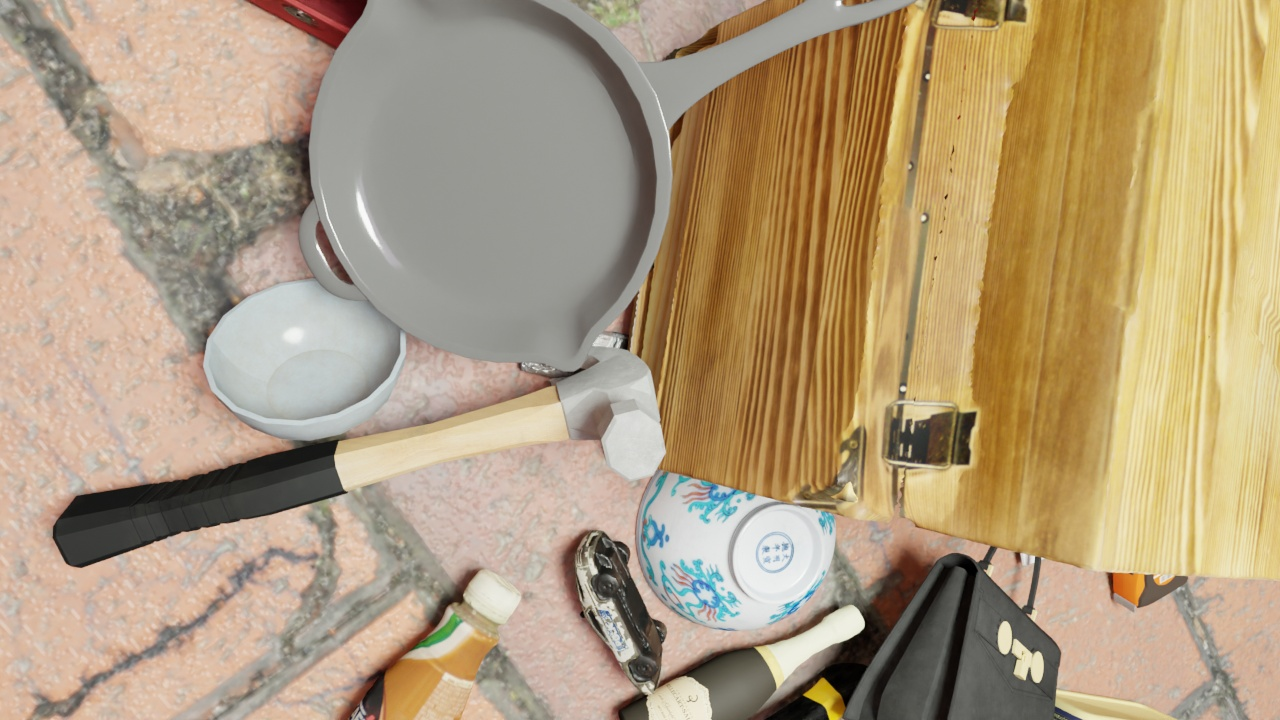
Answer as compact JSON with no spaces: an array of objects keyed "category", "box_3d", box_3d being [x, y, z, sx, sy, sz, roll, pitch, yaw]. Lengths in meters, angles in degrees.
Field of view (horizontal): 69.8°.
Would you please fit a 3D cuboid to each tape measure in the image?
[{"category":"tape measure","box_3d":[0.411,0.163,0.747,0.058,0.038,0.059,-24,115,-14]}]

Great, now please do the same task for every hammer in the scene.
[{"category":"hammer","box_3d":[0.036,0.286,0.592,0.323,0.170,0.034,-24,101,-27]},{"category":"hammer","box_3d":[-0.152,0.055,0.516,0.328,0.131,0.039,-14,112,-5]}]

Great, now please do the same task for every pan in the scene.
[{"category":"pan","box_3d":[-0.023,-0.117,0.456,0.355,0.024,0.216,-21,102,19]}]

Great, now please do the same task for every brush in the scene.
[{"category":"brush","box_3d":[-0.004,0.004,0.609,0.151,0.012,0.039,13,91,-17]}]

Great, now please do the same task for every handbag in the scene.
[{"category":"handbag","box_3d":[0.254,0.205,0.666,0.175,0.072,0.195,41,69,-37]}]

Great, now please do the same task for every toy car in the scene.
[{"category":"toy car","box_3d":[-0.015,0.167,0.603,0.041,0.048,0.113,-21,102,17]}]

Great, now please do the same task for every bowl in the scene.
[{"category":"bowl","box_3d":[-0.185,0.005,0.518,0.106,0.039,0.106,4,50,-5]},{"category":"bowl","box_3d":[0.077,0.120,0.613,0.143,0.074,0.144,-1,95,-18]}]

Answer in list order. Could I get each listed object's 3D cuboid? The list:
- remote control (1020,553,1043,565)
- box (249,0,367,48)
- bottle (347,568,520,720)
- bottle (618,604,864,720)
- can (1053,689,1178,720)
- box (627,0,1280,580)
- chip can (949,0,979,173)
[{"category":"remote control","box_3d":[0.353,0.132,0.736,0.124,0.012,0.028,-15,99,-16]},{"category":"box","box_3d":[-0.159,-0.244,0.505,0.157,0.098,0.129,25,82,-15]},{"category":"bottle","box_3d":[-0.133,0.205,0.559,0.059,0.059,0.167,37,83,-17]},{"category":"bottle","box_3d":[0.076,0.219,0.636,0.184,0.045,0.045,-24,101,-15]},{"category":"can","box_3d":[0.365,0.326,0.725,0.135,0.075,0.104,15,87,-19]},{"category":"box","box_3d":[0.169,-0.050,0.513,0.285,0.337,0.279,10,88,-33]},{"category":"chip can","box_3d":[0.270,-0.240,0.649,0.073,0.073,0.233,29,86,-18]}]
